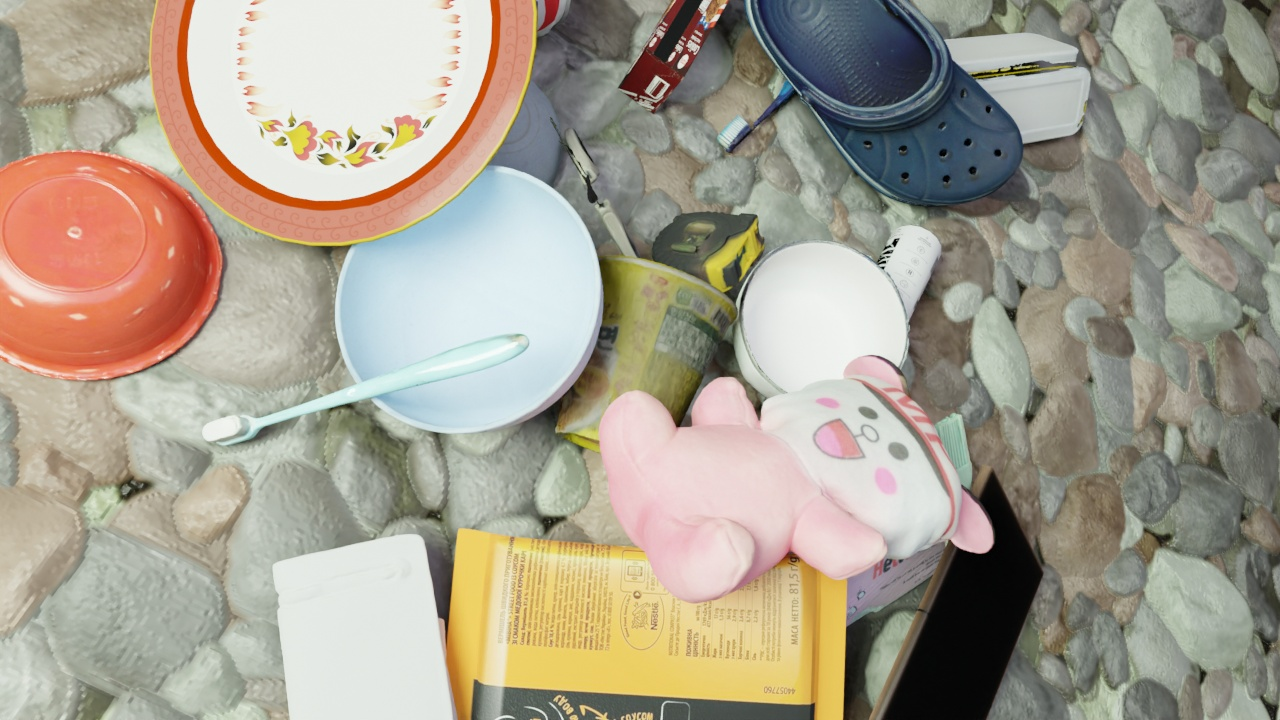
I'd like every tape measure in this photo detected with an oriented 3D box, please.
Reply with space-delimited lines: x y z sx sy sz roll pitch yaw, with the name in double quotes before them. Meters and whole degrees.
"tape measure" 0.039 -0.072 0.610 0.062 0.067 0.038 -56 143 -32

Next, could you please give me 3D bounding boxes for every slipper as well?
"slipper" 0.176 -0.199 0.667 0.253 0.095 0.105 39 102 -14

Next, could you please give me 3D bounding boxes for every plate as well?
"plate" -0.167 -0.177 0.513 0.230 0.021 0.229 0 88 10

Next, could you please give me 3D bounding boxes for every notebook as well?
"notebook" 0.206 0.193 0.596 0.208 0.008 0.141 -57 131 -22

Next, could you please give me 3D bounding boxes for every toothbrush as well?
"toothbrush" 0.118 -0.218 0.717 0.017 0.016 0.188 42 63 3
"toothbrush" -0.143 0.015 0.476 0.181 0.016 0.016 -16 77 6

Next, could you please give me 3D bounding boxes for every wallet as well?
"wallet" -0.145 0.153 0.483 0.086 0.032 0.116 -6 79 -10

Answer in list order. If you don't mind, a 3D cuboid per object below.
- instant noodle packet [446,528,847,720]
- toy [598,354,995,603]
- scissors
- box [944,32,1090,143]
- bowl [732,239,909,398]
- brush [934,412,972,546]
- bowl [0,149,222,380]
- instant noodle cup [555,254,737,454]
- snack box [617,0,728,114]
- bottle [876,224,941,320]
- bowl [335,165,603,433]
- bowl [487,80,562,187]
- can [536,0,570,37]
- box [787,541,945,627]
"instant noodle packet" 0.003 0.180 0.503 0.221 0.032 0.159 4 81 -3
"toy" 0.089 0.064 0.505 0.212 0.084 0.142 -11 47 -27
"scissors" -0.026 -0.102 0.563 0.012 0.157 0.169 -27 131 4
"box" 0.292 -0.233 0.796 0.209 0.080 0.084 -14 122 -26
"bowl" 0.113 -0.017 0.617 0.116 0.066 0.116 2 76 -9
"brush" 0.211 0.140 0.610 0.033 0.012 0.218 -20 109 -28
"bowl" -0.286 -0.057 0.471 0.130 0.045 0.130 7 72 -22
"instant noodle cup" -0.003 0.004 0.559 0.102 0.102 0.108 22 78 -17
"snack box" 0.036 -0.250 0.667 0.031 0.051 0.140 33 65 -13
"bottle" 0.186 -0.048 0.683 0.041 0.041 0.115 38 64 -10
"bowl" -0.086 -0.027 0.522 0.151 0.075 0.150 -3 76 12
"bowl" -0.096 -0.148 0.586 0.106 0.039 0.106 7 73 -22
"can" -0.116 -0.233 0.583 0.131 0.070 0.070 -23 86 -28
"box" 0.123 0.119 0.611 0.201 0.103 0.101 -22 45 -28
